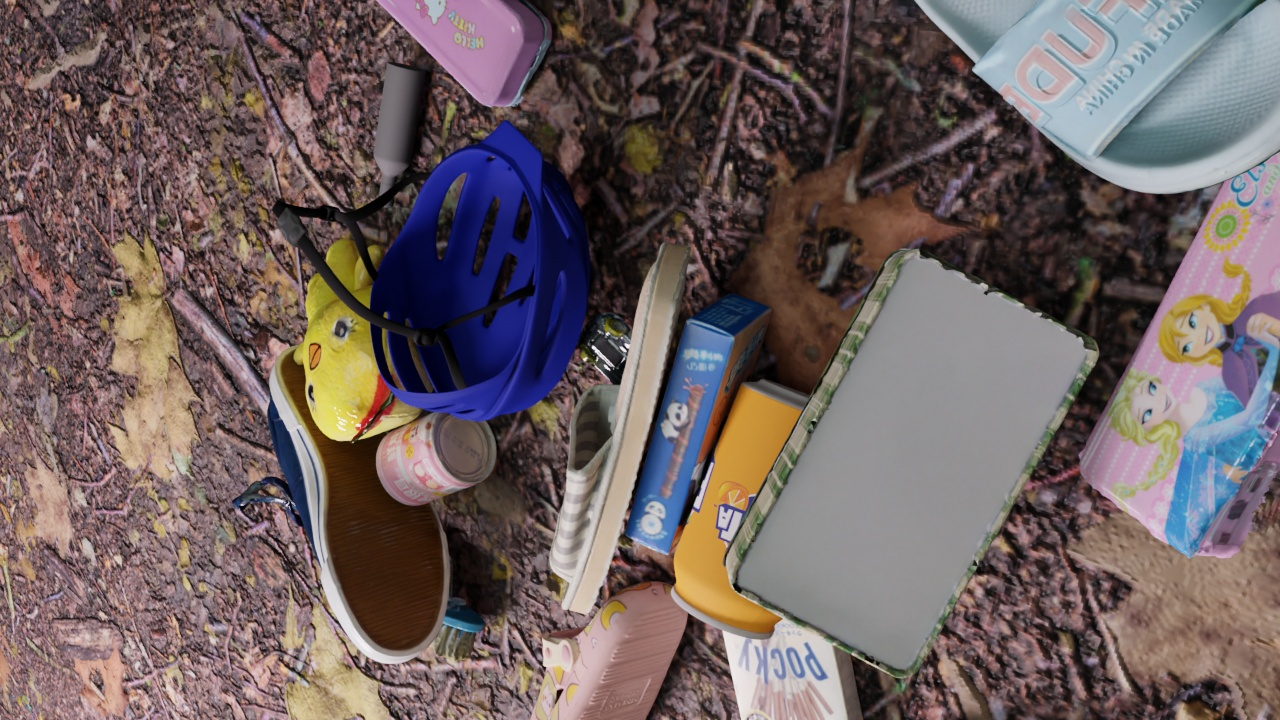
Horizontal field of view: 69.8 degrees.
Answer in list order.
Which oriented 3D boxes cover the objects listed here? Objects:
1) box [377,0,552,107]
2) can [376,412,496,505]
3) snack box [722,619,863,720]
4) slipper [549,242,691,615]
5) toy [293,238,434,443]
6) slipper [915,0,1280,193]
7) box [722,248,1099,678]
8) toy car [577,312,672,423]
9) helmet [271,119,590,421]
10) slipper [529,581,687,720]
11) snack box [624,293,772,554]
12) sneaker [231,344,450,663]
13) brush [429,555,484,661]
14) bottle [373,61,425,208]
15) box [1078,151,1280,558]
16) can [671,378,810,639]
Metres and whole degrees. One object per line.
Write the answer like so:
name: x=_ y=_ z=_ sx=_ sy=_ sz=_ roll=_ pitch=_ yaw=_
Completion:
box: x=-0.150 y=-0.276 z=0.682 sx=0.214 sy=0.036 sz=0.076 roll=46 pitch=124 yaw=18
can: x=-0.166 y=0.078 z=0.744 sx=0.076 sy=0.067 sz=0.067 roll=-23 pitch=86 yaw=34
snack box: x=0.096 y=0.188 z=0.614 sx=0.082 sy=0.026 sz=0.150 roll=-11 pitch=93 yaw=34
slipper: x=-0.019 y=0.049 z=0.594 sx=0.054 sy=0.114 sz=0.273 roll=14 pitch=119 yaw=-5
toy: x=-0.231 y=-0.017 z=0.752 sx=0.134 sy=0.092 sz=0.207 roll=-52 pitch=56 yaw=25
slipper: x=0.195 y=-0.173 z=0.433 sx=0.245 sy=0.074 sz=0.104 roll=52 pitch=127 yaw=24
box: x=0.137 y=0.052 z=0.486 sx=0.117 sy=0.050 sz=0.205 roll=26 pitch=94 yaw=2
toy car: x=-0.004 y=0.004 z=0.642 sx=0.090 sy=0.027 sz=0.039 roll=44 pitch=123 yaw=0
helmet: x=-0.139 y=-0.043 z=0.604 sx=0.148 sy=0.227 sz=0.242 roll=47 pitch=125 yaw=27
slipper: x=-0.033 y=0.226 z=0.682 sx=0.081 sy=0.093 sz=0.198 roll=49 pitch=122 yaw=40
snack box: x=0.038 y=0.039 z=0.583 sx=0.034 sy=0.087 sz=0.151 roll=22 pitch=111 yaw=16
sneaker: x=-0.261 y=0.134 z=0.787 sx=0.294 sy=0.120 sz=0.128 roll=59 pitch=135 yaw=26
brush: x=-0.188 y=0.201 z=0.795 sx=0.136 sy=0.055 sz=0.075 roll=16 pitch=86 yaw=31
bottle: x=-0.196 y=-0.178 z=0.734 sx=0.030 sy=0.030 sz=0.113 roll=27 pitch=113 yaw=27
box: x=0.301 y=-0.022 z=0.425 sx=0.084 sy=0.076 sz=0.231 roll=-124 pitch=46 yaw=-58
can: x=0.075 y=0.087 z=0.555 sx=0.079 sy=0.079 sz=0.142 roll=23 pitch=94 yaw=29
